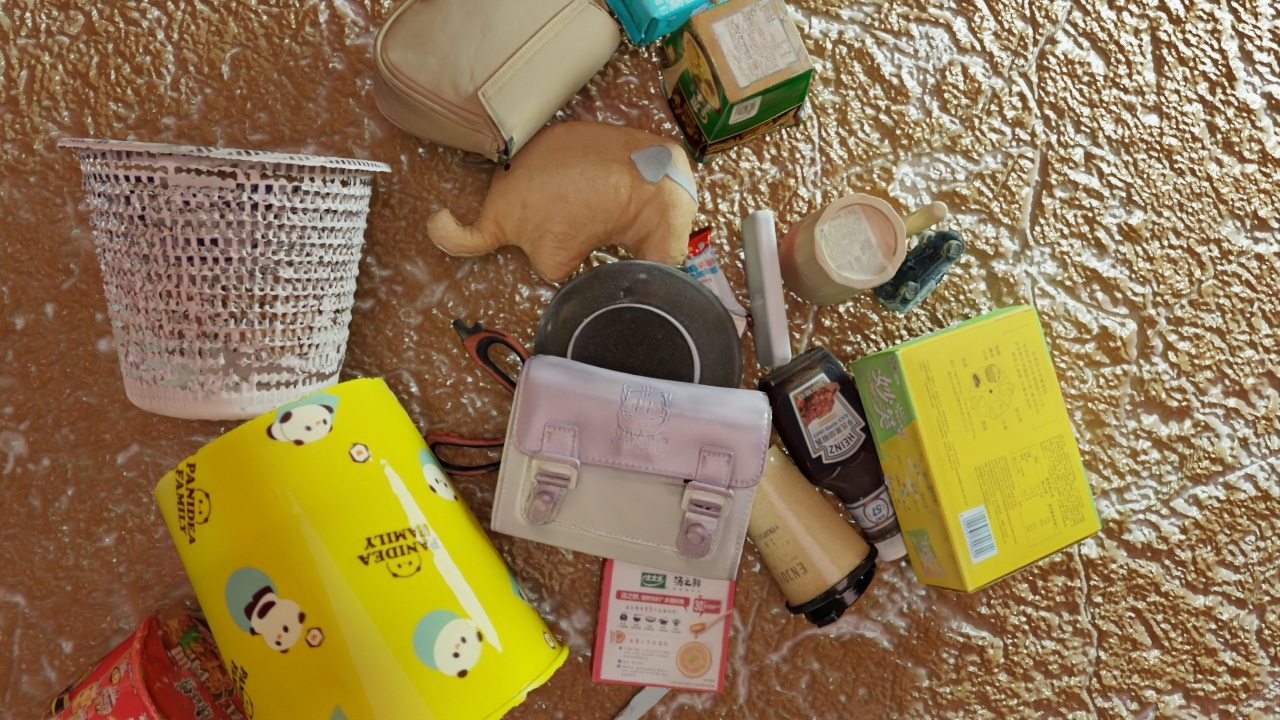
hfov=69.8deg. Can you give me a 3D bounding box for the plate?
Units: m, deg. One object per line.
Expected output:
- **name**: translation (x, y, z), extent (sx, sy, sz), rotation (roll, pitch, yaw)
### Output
- **plate**: translation (-0.005, 0.004, 0.767), extent (0.179, 0.024, 0.180), rotation (4, 111, 10)

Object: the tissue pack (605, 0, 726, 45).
- **tissue pack**: translation (0.022, -0.338, 0.793), extent (0.133, 0.050, 0.093), rotation (-32, 92, -22)

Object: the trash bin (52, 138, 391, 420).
- **trash bin**: translation (-0.308, -0.063, 0.697), extent (0.227, 0.227, 0.192), rotation (3, 100, -6)

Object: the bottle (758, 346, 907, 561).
- **bottle**: translation (0.180, 0.086, 0.812), extent (0.080, 0.044, 0.195), rotation (-31, 92, -9)

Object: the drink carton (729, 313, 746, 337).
- **drink carton**: translation (0.025, -0.028, 0.791), extent (0.122, 0.045, 0.053), rotation (15, 101, 3)

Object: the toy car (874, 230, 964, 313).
- **toy car**: translation (0.253, -0.080, 0.826), extent (0.090, 0.043, 0.034), rotation (-45, 120, -3)

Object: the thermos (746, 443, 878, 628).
- **thermos**: translation (0.134, 0.147, 0.786), extent (0.093, 0.093, 0.143), rotation (-36, 85, -6)

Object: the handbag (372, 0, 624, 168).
- **handbag**: translation (-0.119, -0.254, 0.759), extent (0.148, 0.100, 0.204), rotation (39, 67, 2)

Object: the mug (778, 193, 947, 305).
- **mug**: translation (0.190, -0.100, 0.788), extent (0.124, 0.103, 0.084), rotation (-20, 90, -6)

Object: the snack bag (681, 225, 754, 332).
- **snack bag**: translation (0.061, -0.067, 0.812), extent (0.045, 0.026, 0.105), rotation (-25, 94, 6)

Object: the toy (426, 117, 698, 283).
- **toy**: translation (-0.064, -0.136, 0.776), extent (0.226, 0.083, 0.143), rotation (-3, 72, -3)

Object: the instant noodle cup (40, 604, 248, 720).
- **instant noodle cup**: translation (-0.378, 0.278, 0.710), extent (0.108, 0.138, 0.138), rotation (-33, 92, 2)

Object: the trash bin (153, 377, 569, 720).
- **trash bin**: translation (-0.215, 0.167, 0.688), extent (0.229, 0.230, 0.255), rotation (-30, 86, -6)

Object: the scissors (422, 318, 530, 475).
- **scissors**: translation (-0.089, 0.054, 0.774), extent (0.189, 0.015, 0.227), rotation (-41, 99, 13)

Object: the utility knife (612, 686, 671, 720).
- **utility knife**: translation (-0.054, 0.351, 0.792), extent (0.214, 0.018, 0.034), rotation (-42, 91, -4)

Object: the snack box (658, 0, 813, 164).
- **snack box**: translation (0.085, -0.249, 0.782), extent (0.118, 0.105, 0.117), rotation (-25, 91, -5)

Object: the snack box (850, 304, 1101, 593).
- **snack box**: translation (0.290, 0.073, 0.793), extent (0.157, 0.070, 0.210), rotation (-17, 89, -21)

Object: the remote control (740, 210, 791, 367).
- **remote control**: translation (0.110, -0.061, 0.803), extent (0.020, 0.056, 0.136), rotation (-7, 88, -9)

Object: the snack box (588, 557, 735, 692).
- **snack box**: translation (0.020, 0.213, 0.791), extent (0.113, 0.044, 0.127), rotation (7, 89, -5)

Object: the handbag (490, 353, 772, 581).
- **handbag**: translation (-0.007, 0.081, 0.722), extent (0.197, 0.098, 0.145), rotation (11, 99, 2)
